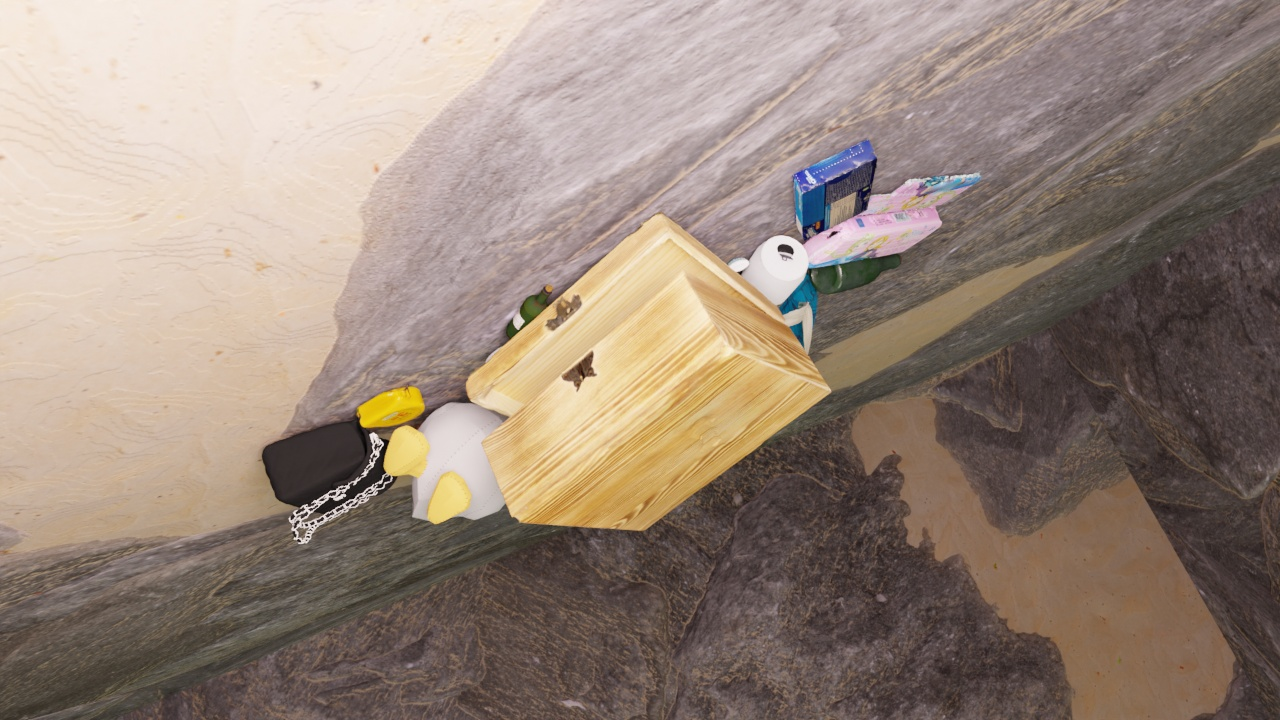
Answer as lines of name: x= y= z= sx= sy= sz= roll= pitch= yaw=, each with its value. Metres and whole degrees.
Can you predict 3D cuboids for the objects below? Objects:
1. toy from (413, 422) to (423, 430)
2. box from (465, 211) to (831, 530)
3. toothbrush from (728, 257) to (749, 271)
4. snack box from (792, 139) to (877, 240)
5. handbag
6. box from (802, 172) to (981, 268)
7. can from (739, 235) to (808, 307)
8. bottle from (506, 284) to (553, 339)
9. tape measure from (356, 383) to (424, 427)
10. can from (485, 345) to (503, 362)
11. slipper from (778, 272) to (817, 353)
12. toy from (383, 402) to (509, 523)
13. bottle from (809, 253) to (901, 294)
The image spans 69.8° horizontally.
toy: x=-0.288 y=0.110 z=1.219 sx=0.103 sy=0.070 sz=0.090 roll=-6 pitch=-170 yaw=29
box: x=0.013 y=0.031 z=0.947 sx=0.280 sy=0.176 sz=0.247 roll=-41 pitch=148 yaw=20
toothbrush: x=0.023 y=-0.072 z=1.067 sx=0.222 sy=0.026 sz=0.027 roll=-23 pitch=123 yaw=-2
snack box: x=0.204 y=-0.177 z=0.975 sx=0.082 sy=0.027 sz=0.150 roll=-23 pitch=165 yaw=4
handbag: x=-0.343 y=0.138 z=1.060 sx=0.125 sy=0.114 sz=0.154 roll=-24 pitch=163 yaw=-6
box: x=0.321 y=-0.178 z=1.160 sx=0.229 sy=0.035 sz=0.160 roll=-13 pitch=162 yaw=-41
can: x=0.156 y=-0.101 z=1.100 sx=0.064 sy=0.064 sz=0.128 roll=-20 pitch=166 yaw=-18
bottle: x=-0.110 y=-0.050 z=0.930 sx=0.025 sy=0.025 sz=0.106 roll=-15 pitch=164 yaw=-32
tape measure: x=-0.271 y=0.050 z=1.021 sx=0.068 sy=0.030 sz=0.058 roll=-28 pitch=166 yaw=24
can: x=-0.133 y=0.006 z=1.063 sx=0.086 sy=0.043 sz=0.086 roll=-22 pitch=167 yaw=-6
slipper: x=0.181 y=-0.017 z=1.186 sx=0.060 sy=0.118 sz=0.293 roll=10 pitch=-146 yaw=32
toy: x=-0.195 y=0.111 z=1.131 sx=0.247 sy=0.141 sz=0.266 roll=-49 pitch=170 yaw=24
bottle: x=0.307 y=-0.130 z=1.270 sx=0.173 sy=0.055 sz=0.055 roll=-14 pitch=163 yaw=-40
